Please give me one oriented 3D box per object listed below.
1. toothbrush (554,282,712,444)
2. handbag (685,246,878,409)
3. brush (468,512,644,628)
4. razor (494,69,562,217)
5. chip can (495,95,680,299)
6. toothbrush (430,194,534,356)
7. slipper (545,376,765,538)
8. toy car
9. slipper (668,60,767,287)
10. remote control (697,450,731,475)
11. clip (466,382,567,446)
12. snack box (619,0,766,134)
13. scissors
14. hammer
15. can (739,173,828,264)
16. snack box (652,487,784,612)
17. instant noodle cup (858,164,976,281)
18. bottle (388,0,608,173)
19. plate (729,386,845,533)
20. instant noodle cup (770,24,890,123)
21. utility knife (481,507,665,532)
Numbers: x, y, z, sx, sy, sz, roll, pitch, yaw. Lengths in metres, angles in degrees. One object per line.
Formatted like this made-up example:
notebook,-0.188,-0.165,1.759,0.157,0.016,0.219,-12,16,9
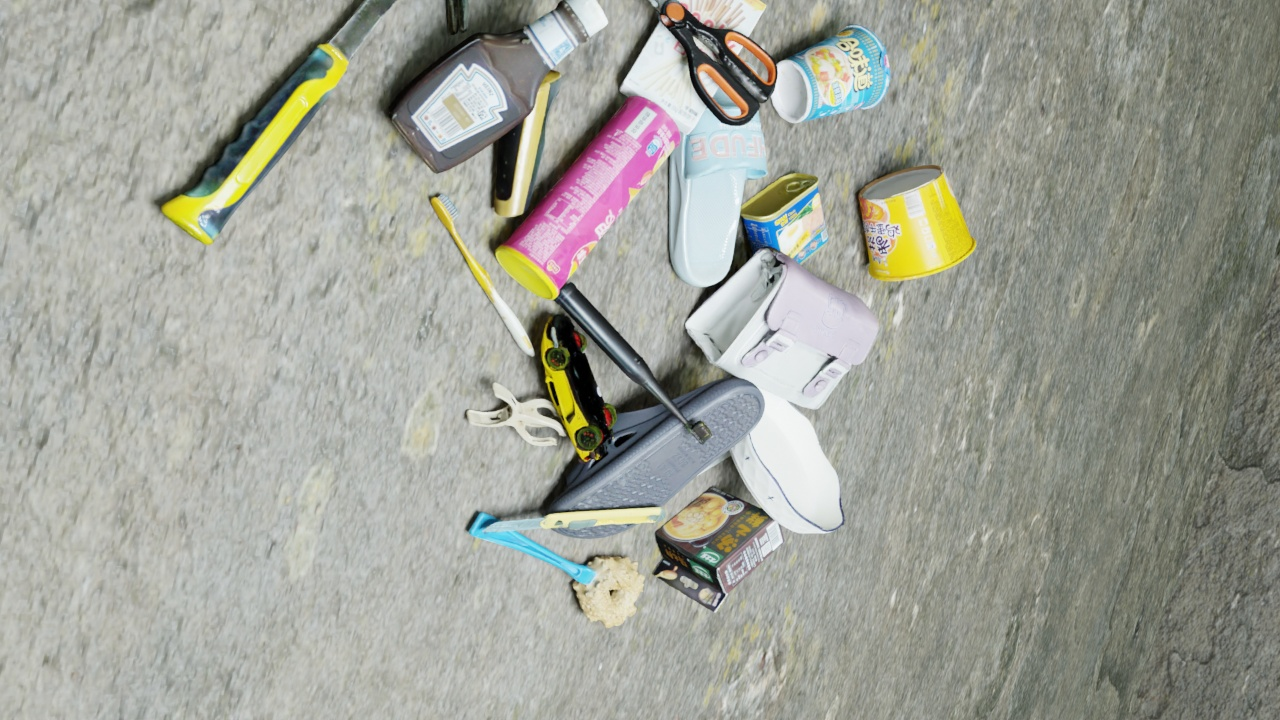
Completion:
toothbrush,-0.005,0.005,0.927,0.212,0.027,0.026,46,28,-2
handbag,0.174,-0.035,1.069,0.196,0.098,0.145,22,111,-42
brush,-0.087,0.222,0.998,0.254,0.046,0.083,36,83,-36
razor,-0.109,-0.214,0.836,0.067,0.062,0.168,-12,118,-56
chip can,-0.048,-0.159,0.889,0.210,0.071,0.071,-52,129,-16
toothbrush,-0.145,-0.077,0.871,0.018,0.016,0.191,-49,128,-29
slipper,0.010,0.096,1.003,0.268,0.083,0.111,-36,138,3
toy car,-0.066,0.028,0.928,0.071,0.041,0.156,-52,125,-68
slipper,0.086,-0.198,0.987,0.103,0.074,0.245,-4,107,-38
remote control,0.060,0.112,1.093,0.149,0.021,0.058,-27,119,-32
clip,-0.119,0.056,0.911,0.100,0.034,0.072,23,125,-41
snack box,0.053,-0.317,0.929,0.084,0.027,0.156,31,82,-8
scissors,0.048,-0.337,0.900,0.141,0.022,0.235,-31,96,-23
hammer,-0.251,-0.225,0.726,0.126,0.032,0.322,44,74,-38
can,0.171,-0.159,1.082,0.101,0.057,0.083,-38,126,-25
snack box,0.087,0.219,1.086,0.125,0.113,0.053,-34,122,-28
instant noodle cup,0.347,-0.180,1.179,0.137,0.138,0.110,-34,113,-28
bottle,-0.116,-0.241,0.772,0.195,0.044,0.080,-35,122,5
plate,0.169,0.117,1.097,0.046,0.204,0.204,-32,136,26
instant noodle cup,0.210,-0.321,1.047,0.109,0.099,0.099,-24,118,-23
utility knife,-0.063,0.166,0.960,0.210,0.022,0.031,5,134,-25
